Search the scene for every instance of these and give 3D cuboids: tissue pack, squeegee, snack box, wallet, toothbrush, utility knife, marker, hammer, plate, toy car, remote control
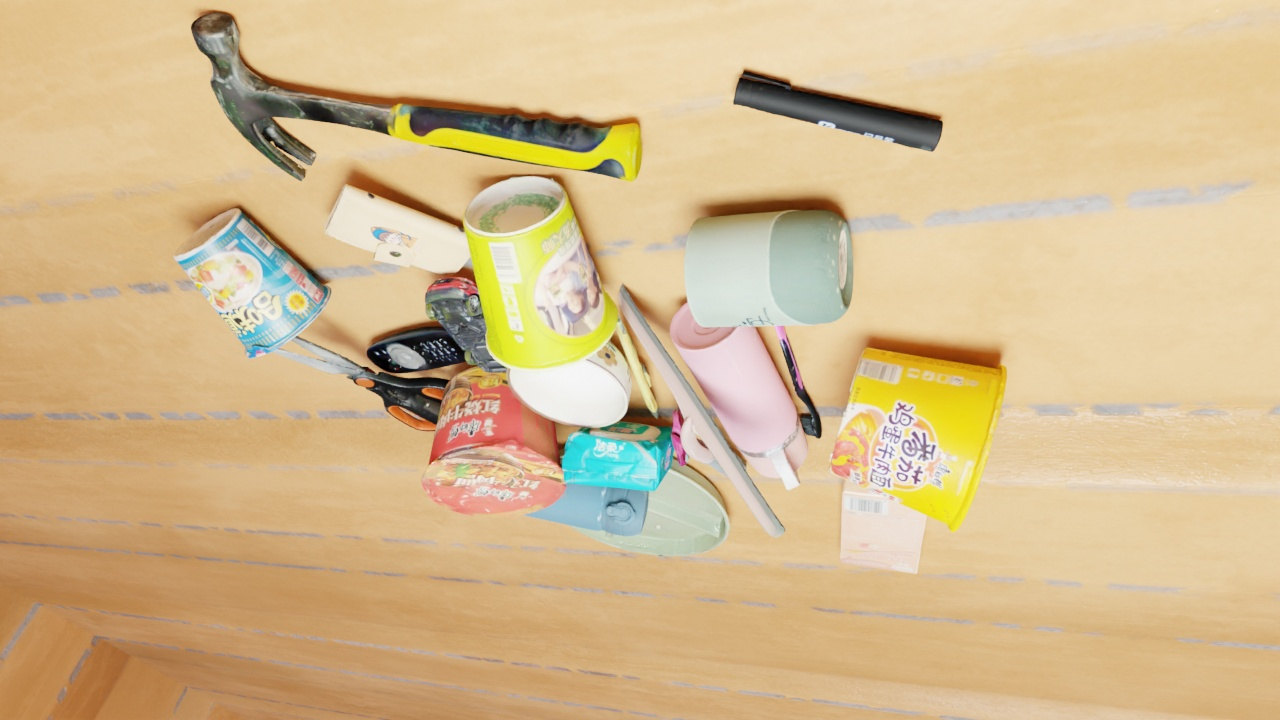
[{"bbox_3d":[-0.017,0.089,0.896,0.093,0.050,0.133,5,-175,9],"label":"tissue pack"},{"bbox_3d":[0.064,0.079,0.841,0.040,0.247,0.249,-35,156,3],"label":"squeegee"},{"bbox_3d":[0.254,0.172,0.962,0.084,0.026,0.157,5,143,15],"label":"snack box"},{"bbox_3d":[-0.201,-0.103,0.768,0.115,0.024,0.087,18,157,-24],"label":"wallet"},{"bbox_3d":[0.134,0.013,0.810,0.018,0.014,0.189,6,144,30],"label":"toothbrush"},{"bbox_3d":[-0.005,0.005,0.831,0.018,0.031,0.166,-28,146,0],"label":"utility knife"},{"bbox_3d":[0.125,-0.158,0.581,0.132,0.020,0.022,15,115,5],"label":"marker"},{"bbox_3d":[-0.158,-0.171,0.669,0.323,0.031,0.126,11,144,8],"label":"hammer"},{"bbox_3d":[-0.009,0.161,1.054,0.230,0.027,0.231,11,144,8],"label":"plate"},{"bbox_3d":[-0.148,-0.034,0.834,0.053,0.045,0.120,-4,145,23],"label":"toy car"},{"bbox_3d":[-0.215,-0.013,0.908,0.137,0.024,0.053,-9,141,34],"label":"remote control"}]

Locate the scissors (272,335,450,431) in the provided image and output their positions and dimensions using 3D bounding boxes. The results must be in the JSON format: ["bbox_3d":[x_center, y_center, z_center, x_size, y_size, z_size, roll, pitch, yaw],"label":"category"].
[{"bbox_3d":[-0.256,0.017,0.933,0.190,0.021,0.229,-6,150,15],"label":"scissors"}]

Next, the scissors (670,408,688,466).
[{"bbox_3d":[0.042,0.087,0.913,0.017,0.056,0.133,-6,162,4],"label":"scissors"}]

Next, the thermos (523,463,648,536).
[{"bbox_3d":[-0.099,0.139,0.984,0.220,0.070,0.070,10,144,11],"label":"thermos"}]

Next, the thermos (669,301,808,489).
[{"bbox_3d":[0.094,0.035,0.795,0.067,0.087,0.199,-24,131,8],"label":"thermos"}]

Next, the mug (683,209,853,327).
[{"bbox_3d":[0.100,-0.063,0.674,0.106,0.082,0.111,-1,171,22],"label":"mug"}]

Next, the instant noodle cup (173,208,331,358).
[{"bbox_3d":[-0.355,-0.075,0.832,0.099,0.099,0.110,-10,128,33],"label":"instant noodle cup"}]

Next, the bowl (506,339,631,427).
[{"bbox_3d":[-0.060,0.005,0.836,0.113,0.062,0.114,10,145,7],"label":"bowl"}]

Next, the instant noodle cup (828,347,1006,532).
[{"bbox_3d":[0.218,0.056,0.738,0.110,0.137,0.138,16,145,15],"label":"instant noodle cup"}]

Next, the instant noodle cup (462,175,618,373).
[{"bbox_3d":[-0.083,-0.073,0.715,0.112,0.111,0.123,4,134,18],"label":"instant noodle cup"}]

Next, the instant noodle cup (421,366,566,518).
[{"bbox_3d":[-0.142,0.078,0.907,0.138,0.108,0.138,-3,144,-2],"label":"instant noodle cup"}]
